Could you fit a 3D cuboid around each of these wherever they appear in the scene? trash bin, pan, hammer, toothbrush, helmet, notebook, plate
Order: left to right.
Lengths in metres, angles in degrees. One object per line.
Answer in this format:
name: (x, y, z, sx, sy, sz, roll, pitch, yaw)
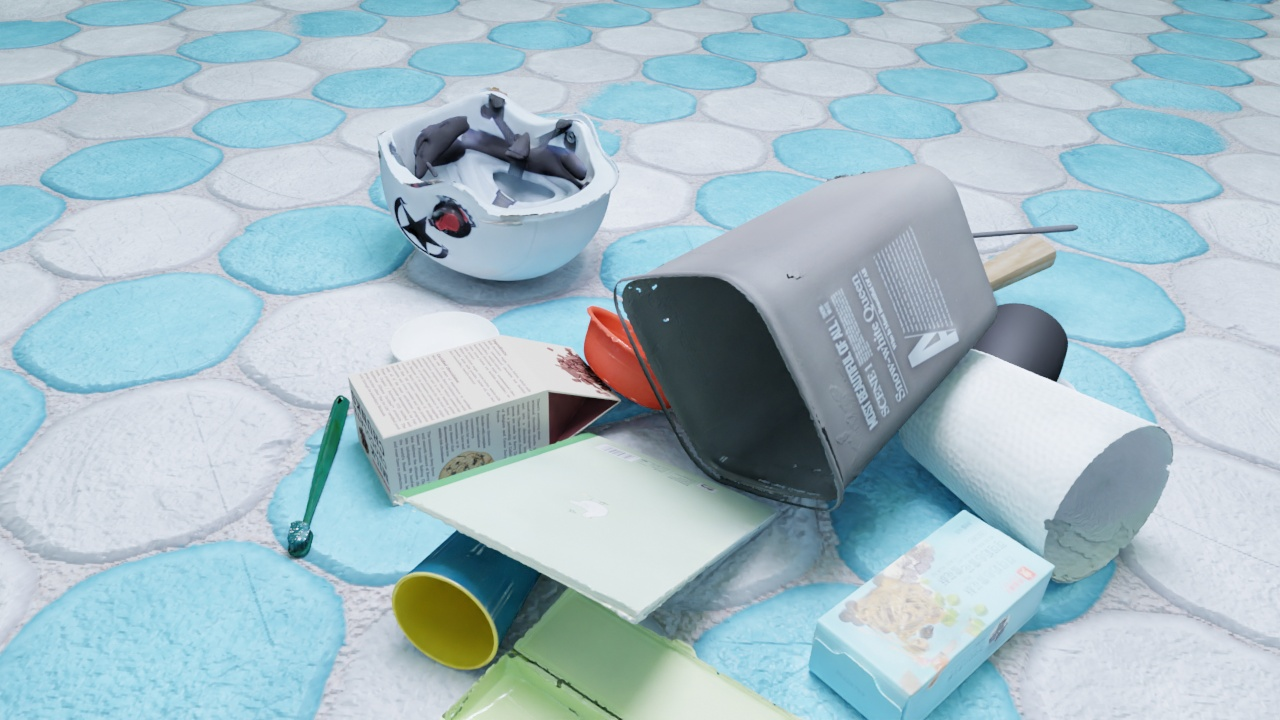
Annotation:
toothbrush: (-0.262, 0.087, 0.751, 0.016, 0.017, 0.189, -1, 34, -6)
plate: (-0.189, -0.011, 0.893, 0.104, 0.026, 0.104, 1, 34, -1)
helmet: (-0.156, -0.175, 1.020, 0.264, 0.164, 0.235, 24, 43, 18)
notebook: (-0.024, 0.103, 0.655, 0.182, 0.010, 0.252, 21, 14, 23)
trash bin: (0.138, -0.032, 0.720, 0.219, 0.197, 0.198, -34, 19, -24)
pan: (0.281, -0.139, 1.001, 0.355, 0.024, 0.216, -1, 3, 20)
hammer: (0.276, -0.048, 0.897, 0.322, 0.051, 0.117, -25, 48, -17)
trash bin: (0.298, 0.071, 0.718, 0.133, 0.133, 0.161, -15, 33, -25)

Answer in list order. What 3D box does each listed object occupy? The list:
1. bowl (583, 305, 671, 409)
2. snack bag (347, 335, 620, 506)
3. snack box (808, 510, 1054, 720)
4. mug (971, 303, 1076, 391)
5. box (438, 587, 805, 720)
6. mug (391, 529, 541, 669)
bowl: (-0.005, 0.005, 0.832, 0.130, 0.045, 0.130, 33, 10, -7)
snack bag: (-0.130, 0.038, 0.785, 0.206, 0.070, 0.094, -16, 38, -26)
snack box: (0.198, 0.173, 0.620, 0.174, 0.053, 0.075, -25, 43, -33)
mug: (0.350, 0.020, 0.846, 0.119, 0.085, 0.100, 40, 56, 1)
box: (-0.010, 0.223, 0.555, 0.187, 0.024, 0.136, 22, 44, 27)
mug: (-0.104, 0.142, 0.634, 0.078, 0.078, 0.121, 14, 30, 17)
